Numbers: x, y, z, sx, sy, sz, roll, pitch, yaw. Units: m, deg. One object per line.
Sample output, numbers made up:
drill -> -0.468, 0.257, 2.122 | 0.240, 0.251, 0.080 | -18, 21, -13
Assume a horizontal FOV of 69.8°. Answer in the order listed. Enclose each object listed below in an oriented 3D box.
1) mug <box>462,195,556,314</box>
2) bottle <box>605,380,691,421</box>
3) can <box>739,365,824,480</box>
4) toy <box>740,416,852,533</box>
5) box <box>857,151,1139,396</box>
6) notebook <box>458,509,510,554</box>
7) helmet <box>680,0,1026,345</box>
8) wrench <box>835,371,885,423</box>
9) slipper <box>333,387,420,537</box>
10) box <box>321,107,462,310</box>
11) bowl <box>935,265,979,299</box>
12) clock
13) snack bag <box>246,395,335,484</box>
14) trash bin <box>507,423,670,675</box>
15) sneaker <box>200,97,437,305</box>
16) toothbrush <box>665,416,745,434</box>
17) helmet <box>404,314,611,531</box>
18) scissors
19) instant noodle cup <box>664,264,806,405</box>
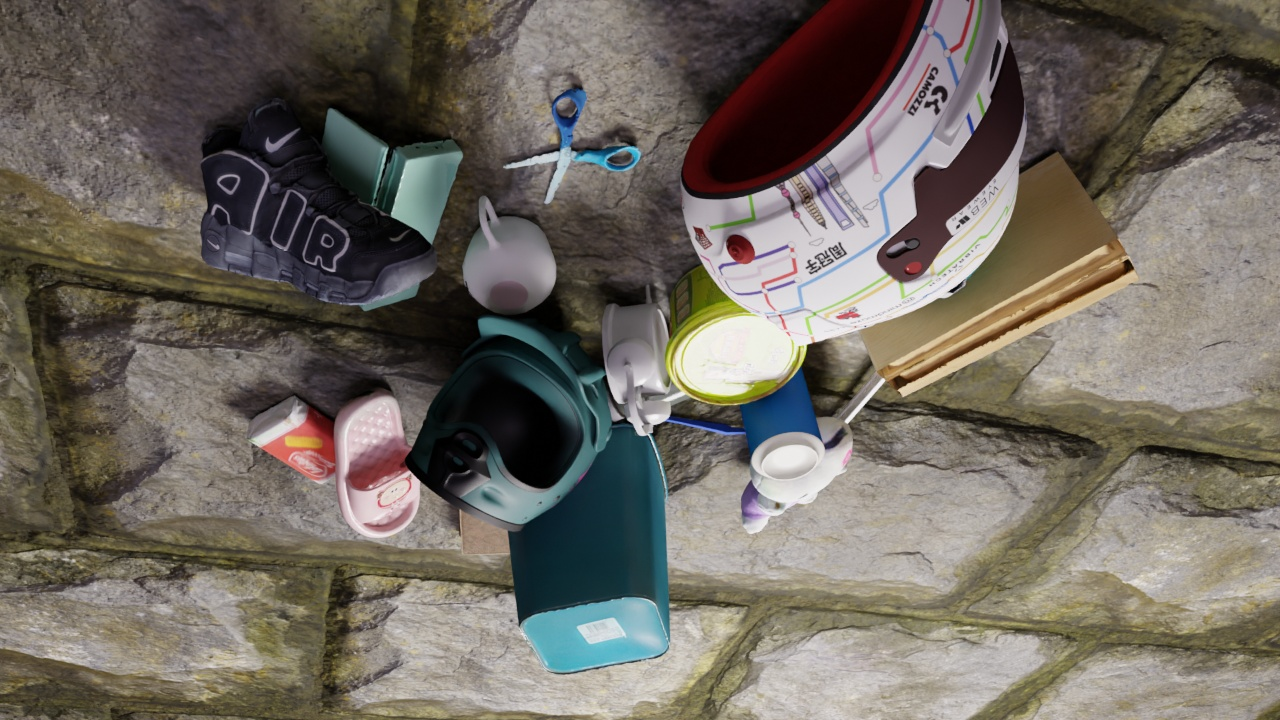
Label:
mug -> -0.131, -0.100, 0.882 | 0.090, 0.076, 0.124 | -13, 135, 7
bottle -> 0.011, 0.030, 1.043 | 0.109, 0.060, 0.060 | -24, 133, 17
can -> 0.153, 0.057, 1.025 | 0.079, 0.145, 0.079 | -3, 136, -3
toy -> 0.187, 0.136, 1.127 | 0.137, 0.085, 0.210 | -25, 158, -16
box -> 0.337, -0.081, 0.918 | 0.250, 0.128, 0.092 | -32, 131, 24
notebook -> -0.136, 0.192, 1.210 | 0.215, 0.034, 0.191 | 1, 135, -8
helmet -> 0.189, -0.152, 0.753 | 0.236, 0.230, 0.315 | 31, 131, -27
wrench -> 0.282, 0.018, 1.077 | 0.009, 0.047, 0.274 | 12, 135, -19
slipper -> -0.308, 0.127, 1.082 | 0.106, 0.056, 0.222 | -34, 140, -36
box -> -0.248, -0.140, 0.863 | 0.112, 0.078, 0.188 | 31, 129, 4
bowl -> 0.268, -0.118, 0.876 | 0.121, 0.121, 0.046 | -36, 128, 27
clock -> -0.005, 0.005, 0.949 | 0.061, 0.158, 0.120 | -6, 136, 12
snack bag -> -0.393, 0.095, 1.081 | 0.077, 0.036, 0.116 | -27, 132, 20
trash bin -> -0.058, 0.226, 1.075 | 0.199, 0.218, 0.197 | -12, 136, 4
sneaker -> -0.277, -0.142, 0.773 | 0.253, 0.097, 0.151 | 14, 123, 25
toothbrush -> 0.083, 0.082, 1.139 | 0.186, 0.016, 0.011 | 10, 136, -13
helmet -> -0.123, 0.052, 0.933 | 0.176, 0.200, 0.275 | 34, 175, 6
scissors -> -0.067, -0.197, 0.839 | 0.127, 0.014, 0.127 | -9, 140, 9
instant noodle cup -> 0.093, -0.033, 0.961 | 0.146, 0.097, 0.146 | -4, 135, -4
